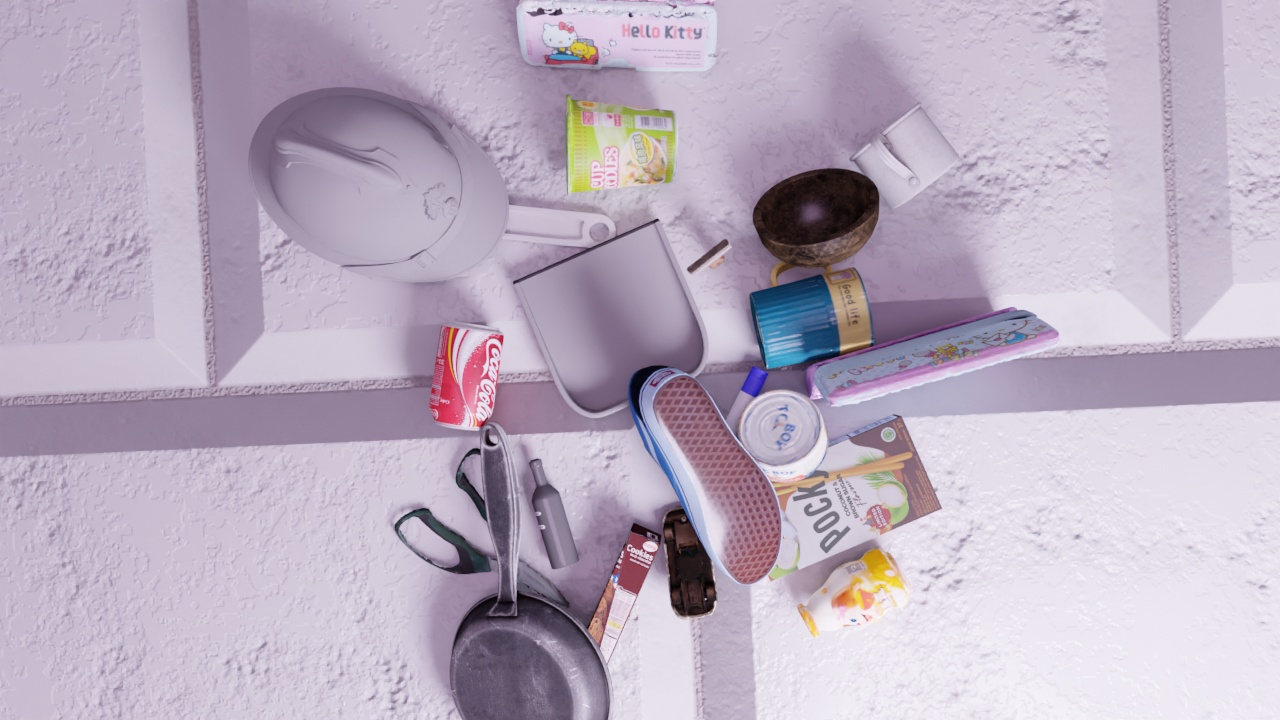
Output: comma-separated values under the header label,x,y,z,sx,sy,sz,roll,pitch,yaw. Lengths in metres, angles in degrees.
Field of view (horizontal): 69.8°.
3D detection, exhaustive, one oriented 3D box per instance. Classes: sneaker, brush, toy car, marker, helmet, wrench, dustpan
label,x,y,z,sx,sy,sz,roll,pitch,yaw
sneaker,0.060,0.104,0.892,0.083,0.098,0.241,-33,110,-14
brush,0.071,-0.097,0.878,0.045,0.143,0.008,-37,88,10
toy car,0.050,0.206,0.937,0.048,0.040,0.112,-6,73,2
marker,0.091,0.073,0.941,0.020,0.020,0.141,27,93,2
helmet,-0.265,-0.178,0.883,0.271,0.117,0.183,21,90,-1
wrench,-0.160,-0.157,0.951,0.273,0.018,0.086,6,89,1
dustpan,-0.006,0.005,0.935,0.163,0.033,0.257,-23,94,3

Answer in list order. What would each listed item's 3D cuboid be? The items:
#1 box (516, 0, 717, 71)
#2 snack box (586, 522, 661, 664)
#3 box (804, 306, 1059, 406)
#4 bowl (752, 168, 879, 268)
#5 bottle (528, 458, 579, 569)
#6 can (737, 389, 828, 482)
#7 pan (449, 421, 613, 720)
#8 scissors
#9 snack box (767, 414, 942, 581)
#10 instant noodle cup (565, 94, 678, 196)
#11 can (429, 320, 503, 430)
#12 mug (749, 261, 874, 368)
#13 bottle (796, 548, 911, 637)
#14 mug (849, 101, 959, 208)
label,x,y,z,sx,sy,sz,roll,pitch,yaw
box,-0.022,-0.348,0.930,0.202,0.086,0.103,3,130,3
snack box,-0.022,0.240,0.931,0.032,0.051,0.141,24,92,2
box,0.267,-0.003,0.868,0.214,0.150,0.049,-16,93,2
bowl,0.176,-0.130,0.901,0.121,0.121,0.056,-21,131,2
bottle,-0.093,0.156,0.944,0.030,0.030,0.113,-16,90,2
can,0.141,0.074,0.908,0.086,0.043,0.086,-7,62,14
pan,-0.128,0.240,0.913,0.188,0.055,0.357,-8,95,25
scissors,-0.141,0.181,0.955,0.209,0.015,0.146,31,90,2
snack box,0.195,0.138,0.930,0.186,0.031,0.101,-24,90,3
instant noodle cup,-0.020,-0.212,0.910,0.108,0.099,0.099,0,90,-5
can,-0.177,0.015,0.929,0.064,0.064,0.105,9,91,2
mug,0.165,-0.053,0.913,0.107,0.083,0.113,-13,62,5
bottle,0.211,0.235,0.916,0.109,0.063,0.063,-29,89,2
mug,0.252,-0.195,0.886,0.084,0.113,0.070,-38,91,31
